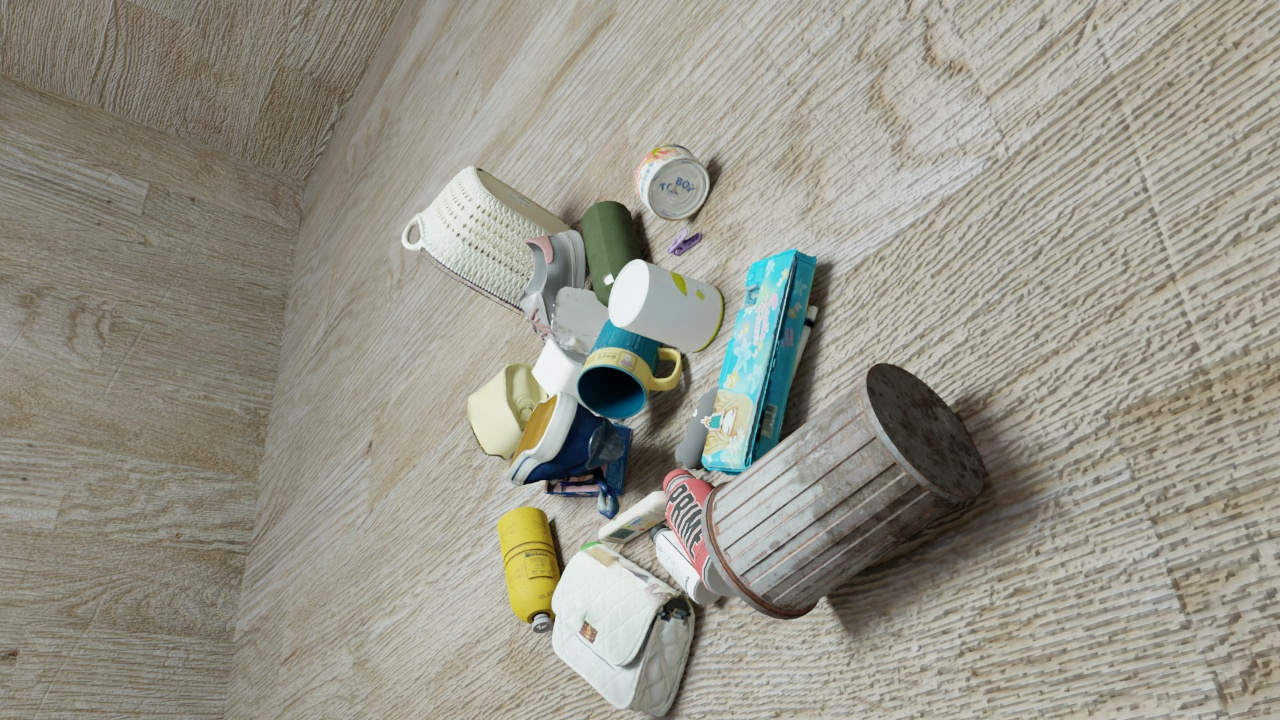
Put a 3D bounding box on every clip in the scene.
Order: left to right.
[{"bbox_3d":[0.051,-0.146,1.134,0.052,0.033,0.013,-35,49,47],"label":"clip"}]

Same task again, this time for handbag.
[{"bbox_3d":[-0.196,0.078,1.368,0.120,0.081,0.111,-37,53,42],"label":"handbag"},{"bbox_3d":[-0.027,0.288,1.000,0.195,0.072,0.138,12,85,58],"label":"handbag"}]

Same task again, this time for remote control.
[{"bbox_3d":[-0.001,0.181,1.043,0.126,0.038,0.018,-40,44,42],"label":"remote control"}]

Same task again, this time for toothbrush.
[{"bbox_3d":[0.142,0.034,0.913,0.017,0.012,0.187,26,98,66],"label":"toothbrush"}]

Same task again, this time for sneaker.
[{"bbox_3d":[-0.126,-0.062,1.263,0.099,0.089,0.236,180,87,-65],"label":"sneaker"},{"bbox_3d":[-0.086,0.119,1.114,0.120,0.127,0.295,-70,13,-18],"label":"sneaker"}]

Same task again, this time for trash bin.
[{"bbox_3d":[0.154,0.113,0.748,0.212,0.130,0.130,-46,40,34],"label":"trash bin"}]

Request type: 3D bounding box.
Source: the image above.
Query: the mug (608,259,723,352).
[{"bbox_3d":[0.029,-0.061,1.049,0.083,0.106,0.082,-31,51,48],"label":"mug"}]

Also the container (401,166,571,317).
[{"bbox_3d":[-0.205,-0.170,1.354,0.143,0.251,0.184,-52,33,14],"label":"container"}]

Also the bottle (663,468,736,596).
[{"bbox_3d":[0.063,0.162,0.919,0.062,0.062,0.176,-65,22,13],"label":"bottle"}]

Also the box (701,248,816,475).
[{"bbox_3d":[0.118,0.003,0.922,0.094,0.039,0.226,-10,64,66],"label":"box"}]

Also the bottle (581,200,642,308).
[{"bbox_3d":[-0.031,-0.119,1.204,0.072,0.071,0.206,-47,39,35],"label":"bottle"}]

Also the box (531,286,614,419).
[{"bbox_3d":[-0.077,-0.006,1.192,0.101,0.111,0.189,-51,37,28],"label":"box"}]

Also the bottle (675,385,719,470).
[{"bbox_3d":[0.073,0.065,0.984,0.110,0.036,0.036,-65,32,13],"label":"bottle"}]

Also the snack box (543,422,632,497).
[{"bbox_3d":[-0.070,0.130,1.182,0.154,0.033,0.088,-12,65,55],"label":"snack box"}]

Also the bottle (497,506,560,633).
[{"bbox_3d":[-0.140,0.274,1.187,0.071,0.071,0.163,-53,36,29],"label":"bottle"}]

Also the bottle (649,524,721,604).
[{"bbox_3d":[0.045,0.207,0.957,0.116,0.041,0.041,37,107,57],"label":"bottle"}]

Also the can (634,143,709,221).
[{"bbox_3d":[0.039,-0.218,1.127,0.086,0.086,0.043,-60,34,20],"label":"can"}]

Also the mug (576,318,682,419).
[{"bbox_3d":[-0.006,0.006,1.086,0.107,0.114,0.083,-68,-23,-49],"label":"mug"}]
